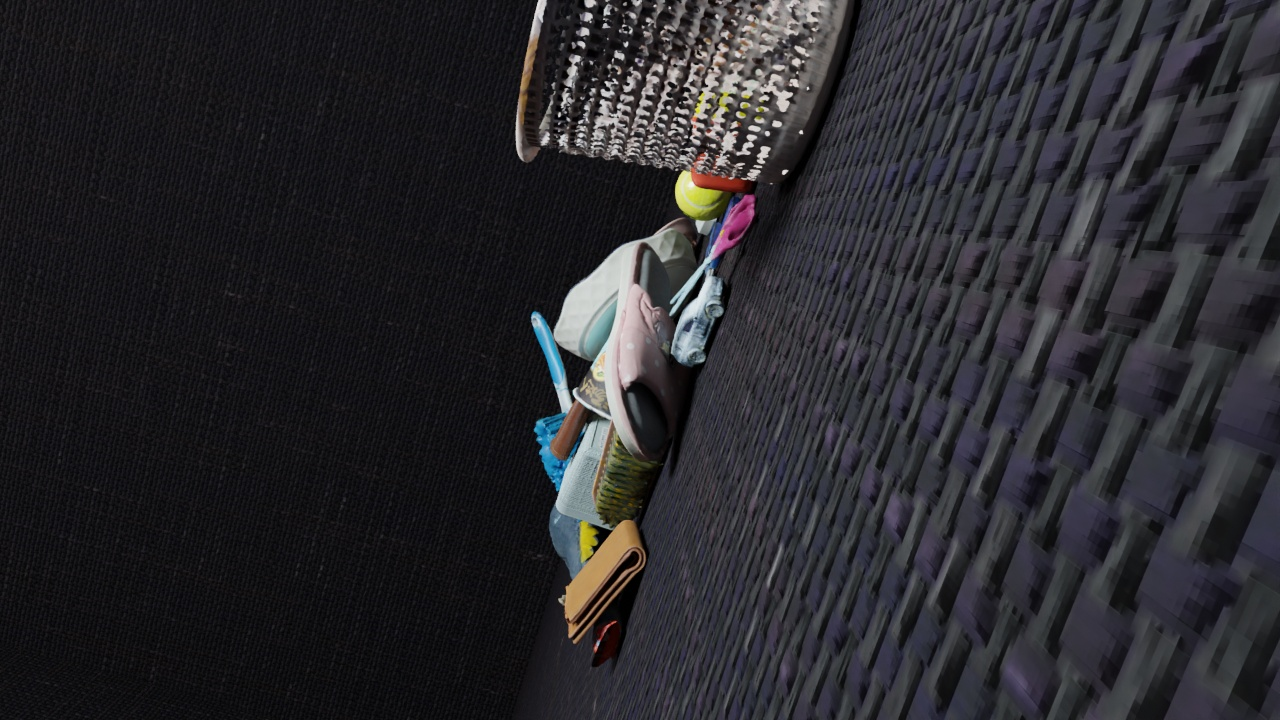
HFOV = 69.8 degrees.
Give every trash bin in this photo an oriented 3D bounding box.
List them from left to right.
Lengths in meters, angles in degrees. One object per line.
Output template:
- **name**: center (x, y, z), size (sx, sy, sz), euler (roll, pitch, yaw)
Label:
- **trash bin**: center (0.035, -0.224, 0.647), size (0.227, 0.192, 0.227), euler (-168, 95, -87)

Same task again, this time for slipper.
- **slipper**: center (0.015, -0.018, 0.900), size (0.114, 0.054, 0.273), euler (54, -153, -37)

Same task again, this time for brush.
- **brush**: center (-0.111, 0.075, 1.298), size (0.109, 0.314, 0.061), euler (-22, -12, -46)
- **brush**: center (-0.012, 0.109, 0.963), size (0.073, 0.063, 0.146), euler (-86, 11, -59)

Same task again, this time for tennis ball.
- **tennis ball**: center (0.072, -0.190, 1.034), size (0.065, 0.065, 0.065), euler (-167, 94, -87)

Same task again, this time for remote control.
- **remote control**: center (0.096, -0.220, 1.159), size (0.049, 0.024, 0.124), euler (118, 169, -68)

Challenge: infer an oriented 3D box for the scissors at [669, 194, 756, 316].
- **scissors**: center (0.064, -0.098, 0.831), size (0.138, 0.017, 0.093), euler (-48, 18, 39)

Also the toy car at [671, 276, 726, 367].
- **toy car**: center (0.054, -0.036, 0.834), size (0.042, 0.034, 0.091), euler (-72, 2, -54)

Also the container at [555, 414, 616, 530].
- **container**: center (-0.045, 0.138, 1.163), size (0.090, 0.090, 0.112), euler (-78, 8, -54)

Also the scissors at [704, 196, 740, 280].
- **scissors**: center (0.076, -0.099, 0.968), size (0.175, 0.012, 0.163), euler (-77, 5, -47)

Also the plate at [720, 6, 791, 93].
- **plate**: center (0.116, -0.321, 1.089), size (0.230, 0.027, 0.230), euler (-159, 92, -83)

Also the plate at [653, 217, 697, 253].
- **plate**: center (0.008, -0.097, 1.282), size (0.229, 0.028, 0.230), euler (-50, -13, -16)

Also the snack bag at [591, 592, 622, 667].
- **snack bag**: center (-0.031, 0.252, 0.863), size (0.104, 0.026, 0.048), euler (-107, 42, -85)

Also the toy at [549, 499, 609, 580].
- **toy**: center (-0.087, 0.260, 1.374), size (0.356, 0.091, 0.138), euler (137, 122, -86)

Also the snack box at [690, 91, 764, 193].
- **snack box**: center (0.080, -0.206, 0.868), size (0.091, 0.082, 0.080), euler (-77, -5, -63)

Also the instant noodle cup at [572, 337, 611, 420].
- **instant noodle cup**: center (-0.006, 0.006, 1.078), size (0.111, 0.111, 0.120), euler (-88, 23, -79)

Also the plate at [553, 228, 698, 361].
- **plate**: center (-0.010, -0.072, 1.131), size (0.204, 0.045, 0.205), euler (-32, -22, -15)

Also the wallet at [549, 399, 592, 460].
- **wallet**: center (-0.076, 0.063, 1.193), size (0.101, 0.032, 0.124), euler (-60, 2, 22)

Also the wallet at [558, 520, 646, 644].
- **wallet**: center (-0.036, 0.209, 0.884), size (0.108, 0.031, 0.132), euler (-50, 3, -2)
